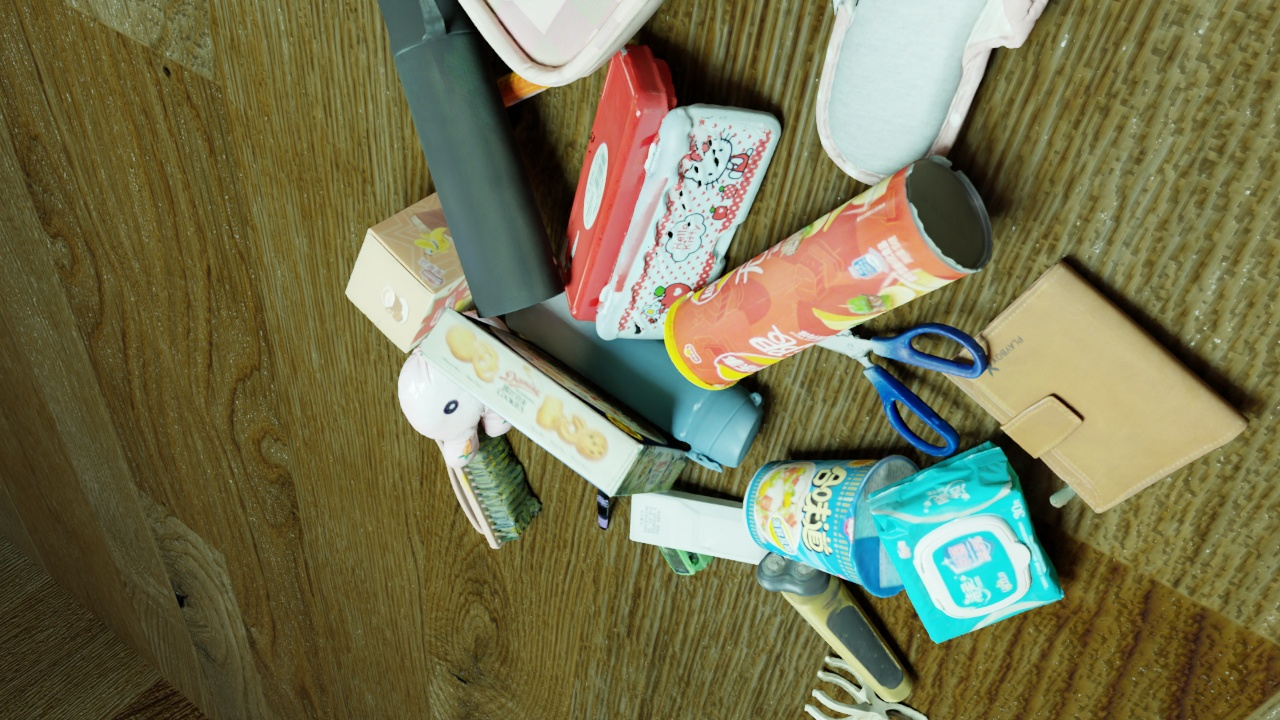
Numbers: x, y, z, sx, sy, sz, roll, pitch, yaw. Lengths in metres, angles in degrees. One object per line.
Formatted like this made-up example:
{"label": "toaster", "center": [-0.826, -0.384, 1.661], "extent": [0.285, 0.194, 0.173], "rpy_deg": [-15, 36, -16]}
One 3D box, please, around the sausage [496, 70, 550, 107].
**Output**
{"label": "sausage", "center": [-0.114, -0.197, 0.692], "extent": [0.165, 0.021, 0.021], "rpy_deg": [-8, 115, 43]}

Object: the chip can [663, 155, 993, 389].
{"label": "chip can", "center": [0.106, -0.045, 0.567], "extent": [0.073, 0.073, 0.217], "rpy_deg": [54, 139, -7]}

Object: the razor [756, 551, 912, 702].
{"label": "razor", "center": [0.165, 0.213, 0.749], "extent": [0.167, 0.062, 0.068], "rpy_deg": [50, 168, -10]}

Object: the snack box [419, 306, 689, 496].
{"label": "snack box", "center": [-0.058, 0.037, 0.721], "extent": [0.178, 0.046, 0.182], "rpy_deg": [34, -179, 15]}

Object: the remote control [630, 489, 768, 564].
{"label": "remote control", "center": [0.052, 0.140, 0.779], "extent": [0.125, 0.024, 0.049], "rpy_deg": [7, 105, 19]}

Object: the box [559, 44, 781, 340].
{"label": "box", "center": [0.011, -0.110, 0.641], "extent": [0.202, 0.100, 0.095], "rpy_deg": [112, 150, -45]}

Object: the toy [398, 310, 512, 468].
{"label": "toy", "center": [-0.157, 0.030, 0.834], "extent": [0.054, 0.121, 0.160], "rpy_deg": [32, 152, 32]}

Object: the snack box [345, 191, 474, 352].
{"label": "snack box", "center": [-0.183, -0.077, 0.785], "extent": [0.077, 0.094, 0.093], "rpy_deg": [45, 138, 3]}

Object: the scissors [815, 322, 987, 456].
{"label": "scissors", "center": [0.154, 0.001, 0.608], "extent": [0.163, 0.012, 0.163], "rpy_deg": [-10, 110, 55]}

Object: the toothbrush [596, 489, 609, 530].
{"label": "toothbrush", "center": [-0.035, 0.130, 0.833], "extent": [0.014, 0.016, 0.189], "rpy_deg": [24, 155, 9]}

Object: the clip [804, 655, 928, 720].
{"label": "clip", "center": [0.198, 0.292, 0.807], "extent": [0.104, 0.086, 0.035], "rpy_deg": [9, 130, 0]}

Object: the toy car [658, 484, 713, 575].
{"label": "toy car", "center": [0.032, 0.151, 0.825], "extent": [0.043, 0.036, 0.091], "rpy_deg": [-12, 109, 46]}

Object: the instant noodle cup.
{"label": "instant noodle cup", "center": [0.138, 0.112, 0.670], "extent": [0.110, 0.099, 0.099], "rpy_deg": [3, 122, 49]}

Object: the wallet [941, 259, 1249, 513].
{"label": "wallet", "center": [0.258, 0.021, 0.543], "extent": [0.130, 0.035, 0.119], "rpy_deg": [44, 136, 10]}

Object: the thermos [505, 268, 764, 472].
{"label": "thermos", "center": [-0.004, 0.004, 0.719], "extent": [0.220, 0.070, 0.070], "rpy_deg": [34, 137, 16]}

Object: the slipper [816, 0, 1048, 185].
{"label": "slipper", "center": [0.148, -0.201, 0.446], "extent": [0.114, 0.054, 0.275], "rpy_deg": [32, 137, 17]}

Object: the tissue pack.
{"label": "tissue pack", "center": [0.214, 0.124, 0.602], "extent": [0.093, 0.050, 0.133], "rpy_deg": [-26, 118, 13]}

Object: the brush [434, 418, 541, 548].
{"label": "brush", "center": [-0.163, 0.117, 0.940], "extent": [0.073, 0.063, 0.146], "rpy_deg": [-10, 114, 32]}

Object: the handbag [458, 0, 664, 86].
{"label": "handbag", "center": [-0.067, -0.284, 0.490], "extent": [0.234, 0.093, 0.194], "rpy_deg": [38, 136, -14]}

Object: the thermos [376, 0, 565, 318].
{"label": "thermos", "center": [-0.122, -0.152, 0.645], "extent": [0.090, 0.068, 0.242], "rpy_deg": [-124, 16, -77]}
